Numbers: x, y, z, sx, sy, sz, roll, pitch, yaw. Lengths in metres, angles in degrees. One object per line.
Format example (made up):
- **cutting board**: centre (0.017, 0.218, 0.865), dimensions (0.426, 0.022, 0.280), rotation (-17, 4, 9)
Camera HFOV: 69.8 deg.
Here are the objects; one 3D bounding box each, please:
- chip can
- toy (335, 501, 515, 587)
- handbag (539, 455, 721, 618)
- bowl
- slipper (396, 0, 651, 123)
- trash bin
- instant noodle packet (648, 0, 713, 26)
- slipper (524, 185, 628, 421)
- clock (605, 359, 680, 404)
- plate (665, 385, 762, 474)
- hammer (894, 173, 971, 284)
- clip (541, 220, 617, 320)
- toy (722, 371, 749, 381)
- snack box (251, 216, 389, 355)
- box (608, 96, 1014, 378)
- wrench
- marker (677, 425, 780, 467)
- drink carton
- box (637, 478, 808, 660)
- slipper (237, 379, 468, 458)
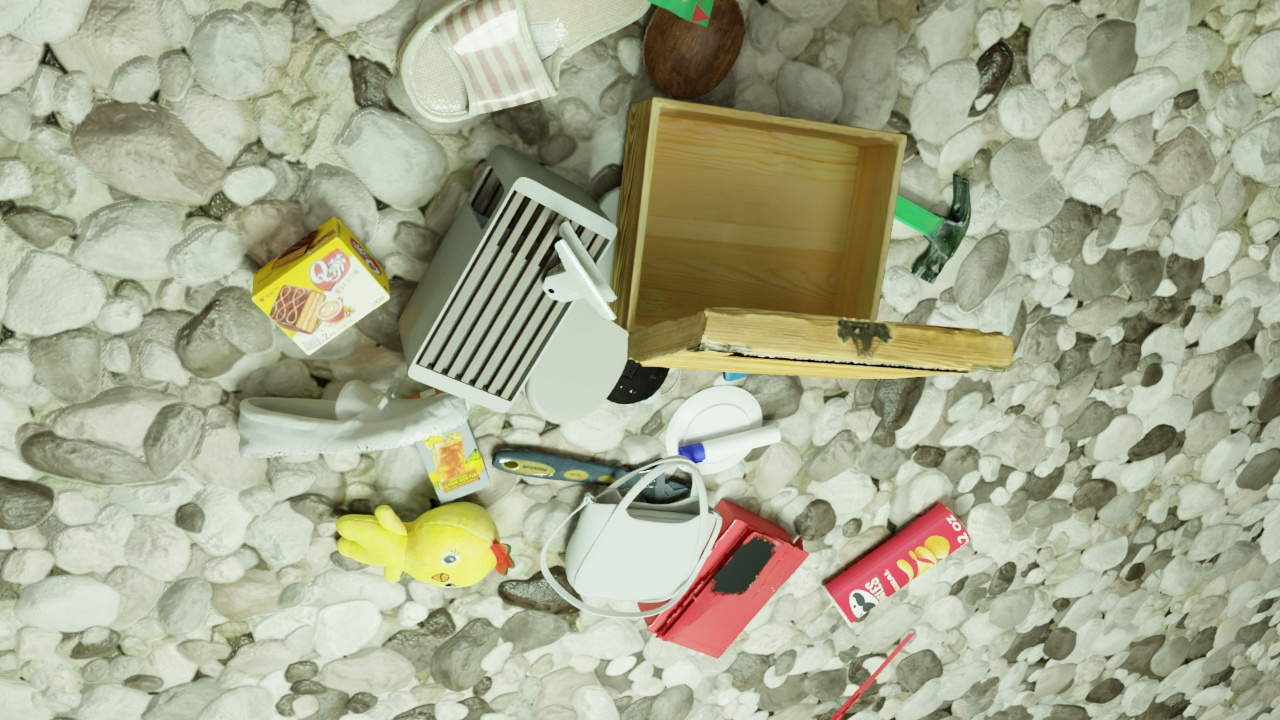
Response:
- **chip can**: centre (0.381, 0.303, 1.370), dimensions (0.220, 0.069, 0.069), rotation (-36, 123, 1)
- **toy**: centre (-0.253, 0.215, 1.084), dimensions (0.207, 0.092, 0.134), rotation (2, 137, -11)
- **handbag**: centre (0.001, 0.212, 1.158), dimensions (0.215, 0.095, 0.223), rotation (9, 120, -26)
- **bowl**: centre (0.050, -0.325, 0.930), dimensions (0.102, 0.026, 0.114), rotation (28, 105, -29)
- **slipper**: centre (-0.103, -0.309, 0.869), dimensions (0.263, 0.052, 0.115), rotation (-29, 122, -3)
- **trash bin**: centre (-0.142, -0.083, 0.941), dimensions (0.114, 0.114, 0.229), rotation (24, 107, -29)
- **instant noodle packet**: centre (-0.031, -0.427, 0.798), dimensions (0.252, 0.090, 0.196), rotation (11, 99, -21)
- **slipper**: centre (-0.061, -0.066, 1.014), dimensions (0.112, 0.081, 0.266), rotation (17, 93, -33)
- **clock**: centre (-0.006, 0.006, 1.088), dimensions (0.122, 0.035, 0.095), rotation (23, 108, -29)
- **plate**: centre (0.098, 0.094, 1.187), dimensions (0.134, 0.011, 0.135), rotation (-9, 120, -15)
- **hammer**: centre (0.264, -0.201, 1.074), dimensions (0.318, 0.032, 0.130), rotation (20, 110, -27)
- **clip**: centre (-0.062, -0.081, 0.887), dimensions (0.057, 0.052, 0.102), rotation (-50, 126, -24)
- **toy**: centre (0.187, -0.031, 1.119), dimensions (0.176, 0.071, 0.113), rotation (0, 115, -8)
- **snack box**: centre (-0.317, -0.075, 0.915), dimensions (0.106, 0.061, 0.083), rotation (-35, 123, 1)
- **box**: centre (0.142, -0.084, 0.856), dimensions (0.279, 0.334, 0.286), rotation (3, 102, -17)
- **wrench**: centre (-0.056, 0.143, 1.153), dimensions (0.273, 0.022, 0.073), rotation (12, 119, -26)
- **marker**: centre (0.114, 0.109, 1.179), dimensions (0.133, 0.023, 0.027), rotation (-12, 142, -13)
- **drink carton**: centre (-0.222, 0.094, 1.050), dimensions (0.076, 0.048, 0.125), rotation (-19, 122, -9)
- **box**: centre (0.107, 0.292, 1.317), dimensions (0.164, 0.153, 0.214), rotation (28, 106, -32)
- **slipper**: centre (-0.300, 0.058, 0.954), dimensions (0.247, 0.112, 0.075), rotation (-4, 112, 8)
